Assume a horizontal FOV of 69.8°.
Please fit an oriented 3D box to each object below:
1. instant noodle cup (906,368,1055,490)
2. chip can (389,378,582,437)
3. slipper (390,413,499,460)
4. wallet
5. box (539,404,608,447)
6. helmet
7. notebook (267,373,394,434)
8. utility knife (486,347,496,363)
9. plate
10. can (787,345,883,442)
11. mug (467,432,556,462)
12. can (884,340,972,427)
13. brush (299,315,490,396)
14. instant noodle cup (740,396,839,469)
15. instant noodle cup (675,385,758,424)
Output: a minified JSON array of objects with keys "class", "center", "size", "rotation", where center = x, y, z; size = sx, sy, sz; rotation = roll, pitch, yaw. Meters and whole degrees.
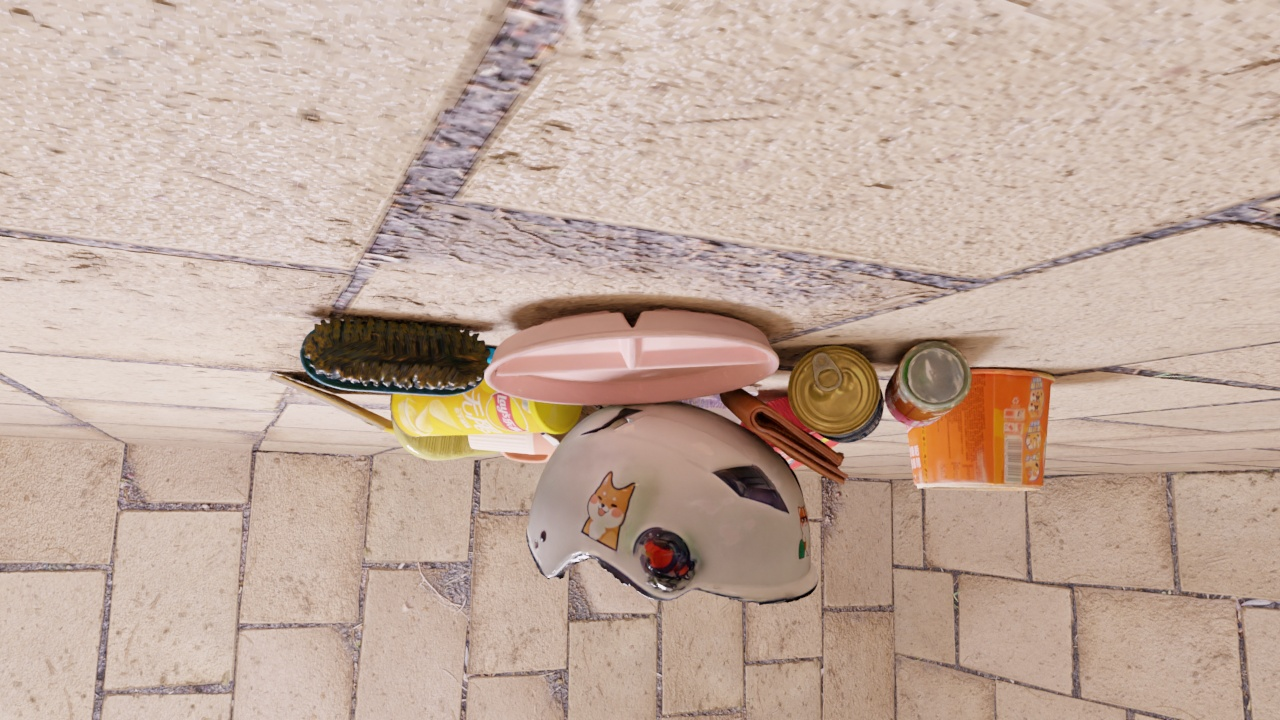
[{"class":"instant noodle cup","center":[0.336,0.073,0.920],"size":[0.151,0.111,0.151],"rotation":[1,171,0]},{"class":"chip can","center":[-0.160,0.041,0.934],"size":[0.214,0.072,0.072],"rotation":[-5,169,38]},{"class":"slipper","center":[-0.230,0.073,1.091],"size":[0.082,0.091,0.190],"rotation":[0,174,35]},{"class":"wallet","center":[0.128,0.064,0.831],"size":[0.108,0.031,0.132],"rotation":[34,-177,-9]},{"class":"box","center":[-0.034,0.070,0.972],"size":[0.163,0.076,0.088],"rotation":[39,131,-21]},{"class":"helmet","center":[0.032,0.117,0.852],"size":[0.274,0.157,0.229],"rotation":[6,-173,23]},{"class":"notebook","center":[-0.343,0.061,1.110],"size":[0.146,0.010,0.206],"rotation":[25,172,4]},{"class":"utility knife","center":[-0.156,-0.005,0.813],"size":[0.159,0.018,0.034],"rotation":[6,169,-33]},{"class":"plate","center":[-0.007,0.001,0.723],"size":[0.229,0.028,0.230],"rotation":[-3,166,-1]},{"class":"can","center":[0.175,0.033,0.810],"size":[0.075,0.075,0.111],"rotation":[-1,171,17]},{"class":"mug","center":[-0.135,0.075,1.045],"size":[0.106,0.081,0.115],"rotation":[3,137,1]},{"class":"can","center":[0.245,0.023,0.793],"size":[0.058,0.058,0.147],"rotation":[0,171,11]},{"class":"brush","center":[-0.194,0.000,0.726],"size":[0.143,0.055,0.074],"rotation":[4,169,-21]},{"class":"instant noodle cup","center":[0.151,0.099,1.109],"size":[0.193,0.065,0.194],"rotation":[-22,162,-8]},{"class":"instant noodle cup","center":[0.038,0.060,1.059],"size":[0.137,0.060,0.174],"rotation":[6,168,-28]}]
